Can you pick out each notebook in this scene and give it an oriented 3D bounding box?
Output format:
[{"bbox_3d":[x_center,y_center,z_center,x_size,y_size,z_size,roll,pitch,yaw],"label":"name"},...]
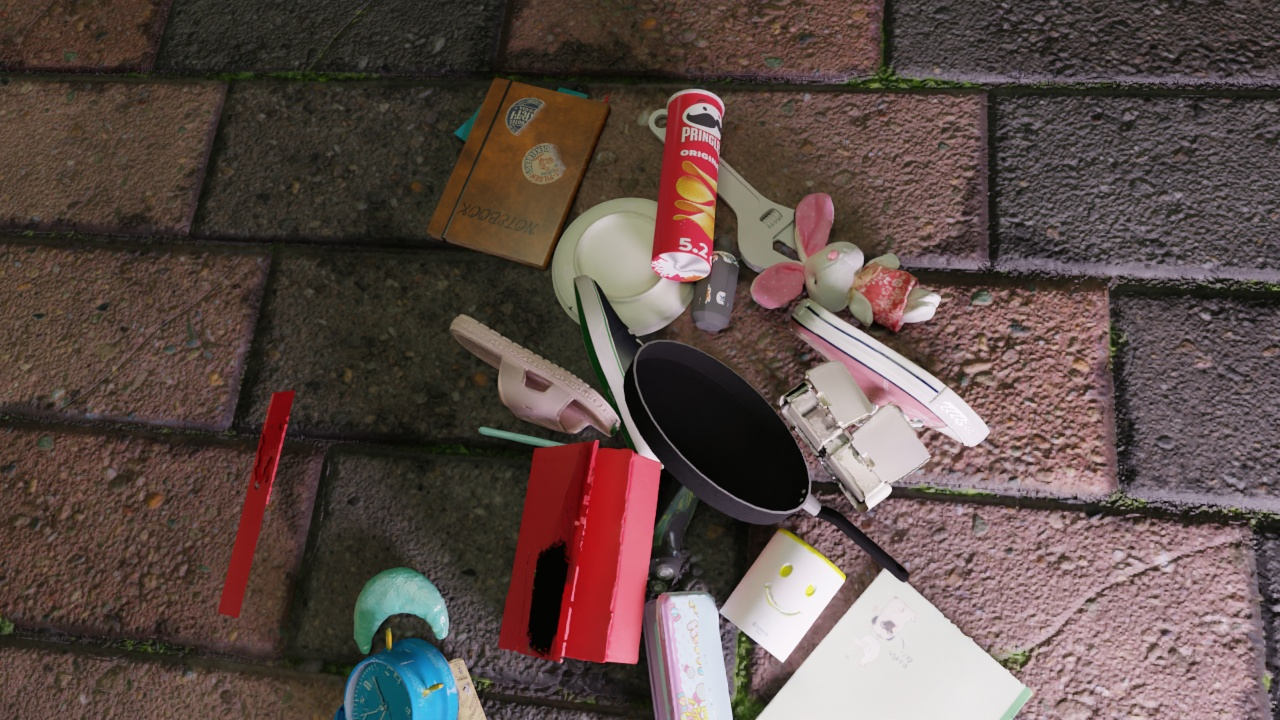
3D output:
[{"bbox_3d":[0.235,0.360,0.909,0.182,0.010,0.252,41,82,17],"label":"notebook"},{"bbox_3d":[-0.157,-0.249,1.158,0.178,0.014,0.249,17,75,13],"label":"notebook"}]

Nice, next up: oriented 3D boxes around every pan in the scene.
[{"bbox_3d":[0.127,0.113,0.928,0.356,0.224,0.034,41,117,-1],"label":"pan"}]

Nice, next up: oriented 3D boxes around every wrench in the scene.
[{"bbox_3d":[0.095,-0.208,1.110,0.086,0.018,0.273,-41,70,-6],"label":"wrench"}]

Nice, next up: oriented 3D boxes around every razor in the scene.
[{"bbox_3d":[0.038,0.172,0.970,0.067,0.054,0.151,2,57,55],"label":"razor"}]

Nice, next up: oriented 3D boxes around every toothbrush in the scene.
[{"bbox_3d":[-0.099,0.098,1.037,0.181,0.016,0.016,12,83,11],"label":"toothbrush"}]

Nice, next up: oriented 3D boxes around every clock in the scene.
[{"bbox_3d":[-0.253,0.363,0.935,0.117,0.060,0.161,32,102,28],"label":"clock"}]

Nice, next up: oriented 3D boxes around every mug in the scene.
[{"bbox_3d":[0.142,0.235,0.924,0.082,0.082,0.106,36,81,17],"label":"mug"}]

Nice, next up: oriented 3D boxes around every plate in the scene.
[{"bbox_3d":[-0.019,-0.118,1.086,0.182,0.034,0.182,-2,72,7],"label":"plate"}]

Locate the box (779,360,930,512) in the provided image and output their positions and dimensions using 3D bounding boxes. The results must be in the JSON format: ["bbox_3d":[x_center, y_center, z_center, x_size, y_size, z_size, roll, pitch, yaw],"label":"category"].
[{"bbox_3d":[0.210,0.070,0.908,0.069,0.191,0.143,-36,78,-2],"label":"box"}]

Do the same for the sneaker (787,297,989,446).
[{"bbox_3d":[0.248,0.031,0.960,0.241,0.118,0.088,33,99,-1],"label":"sneaker"}]

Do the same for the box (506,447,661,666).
[{"bbox_3d":[-0.016,0.234,1.036,0.153,0.325,0.213,0,71,24],"label":"box"}]

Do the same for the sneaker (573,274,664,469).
[{"bbox_3d":[-0.006,0.006,1.020,0.079,0.084,0.235,-22,79,-9],"label":"sneaker"}]

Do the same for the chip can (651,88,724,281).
[{"bbox_3d":[0.056,-0.203,1.060,0.069,0.069,0.220,3,67,8],"label":"chip can"}]

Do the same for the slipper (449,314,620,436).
[{"bbox_3d":[-0.128,0.031,1.023,0.239,0.094,0.064,30,74,22],"label":"slipper"}]

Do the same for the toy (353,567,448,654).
[{"bbox_3d":[-0.264,0.269,0.998,0.105,0.033,0.085,-13,82,3],"label":"toy"}]

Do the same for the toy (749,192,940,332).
[{"bbox_3d":[0.233,-0.090,1.018,0.194,0.084,0.158,29,71,17],"label":"toy"}]

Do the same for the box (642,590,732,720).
[{"bbox_3d":[0.053,0.339,0.907,0.077,0.096,0.214,-4,71,-11],"label":"box"}]

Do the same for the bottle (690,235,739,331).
[{"bbox_3d":[0.087,-0.090,1.056,0.047,0.047,0.112,8,74,10],"label":"bottle"}]

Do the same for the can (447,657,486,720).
[{"bbox_3d":[-0.189,0.355,0.954,0.038,0.038,0.079,-27,71,-2],"label":"can"}]
